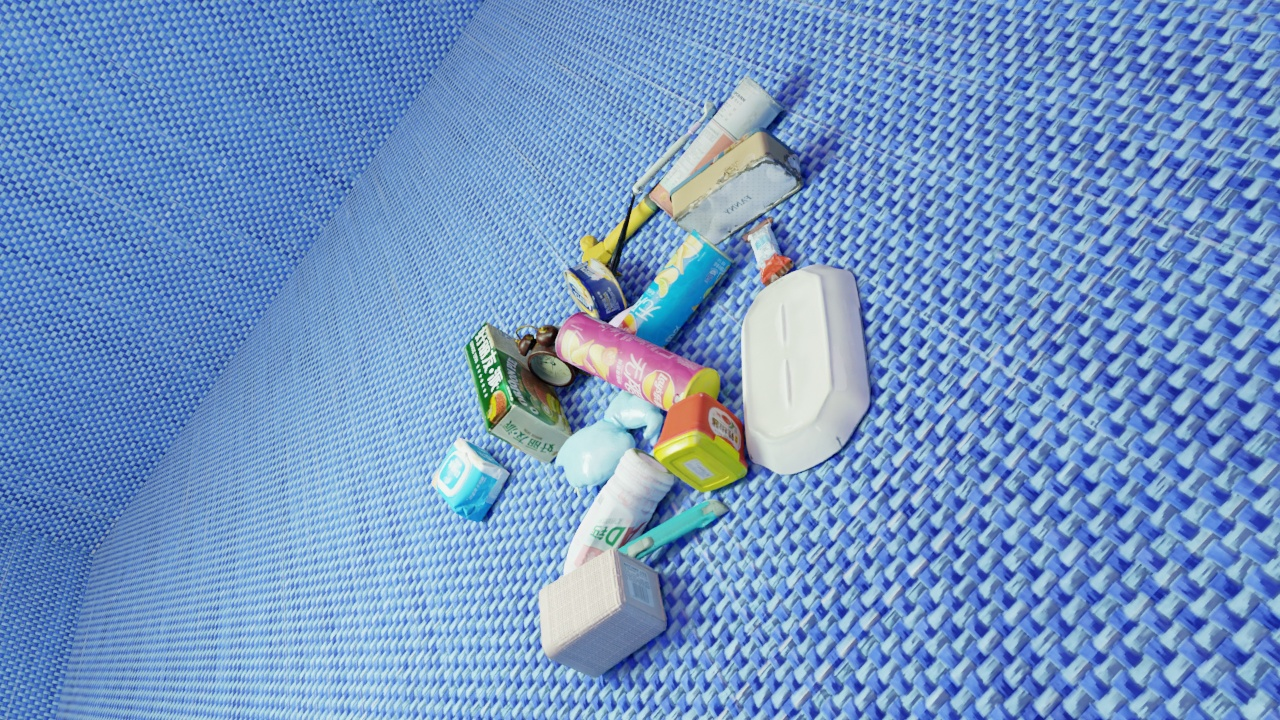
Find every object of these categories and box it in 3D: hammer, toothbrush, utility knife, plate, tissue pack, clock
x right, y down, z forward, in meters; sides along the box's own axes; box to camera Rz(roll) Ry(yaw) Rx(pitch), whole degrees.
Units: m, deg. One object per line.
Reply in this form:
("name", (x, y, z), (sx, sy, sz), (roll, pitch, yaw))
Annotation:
("hammer", (0.016, -0.240, 1.409), (0.301, 0.033, 0.128), (-43, 35, 21))
("toothbrush", (0.051, -0.324, 1.401), (0.020, 0.029, 0.189), (33, 76, 34))
("utility knife", (0.003, 0.208, 1.025), (0.216, 0.013, 0.029), (-32, 46, 15))
("plate", (0.168, -0.002, 1.005), (0.162, 0.034, 0.265), (-30, 42, 36))
("tissue pack", (-0.262, 0.179, 1.391), (0.090, 0.063, 0.140), (-59, 33, -2))
("toothbrush", (-0.021, -0.199, 1.377), (0.018, 0.015, 0.180), (-7, 56, 40))
("clock", (-0.129, -0.013, 1.330), (0.082, 0.122, 0.055), (-22, 34, 43))

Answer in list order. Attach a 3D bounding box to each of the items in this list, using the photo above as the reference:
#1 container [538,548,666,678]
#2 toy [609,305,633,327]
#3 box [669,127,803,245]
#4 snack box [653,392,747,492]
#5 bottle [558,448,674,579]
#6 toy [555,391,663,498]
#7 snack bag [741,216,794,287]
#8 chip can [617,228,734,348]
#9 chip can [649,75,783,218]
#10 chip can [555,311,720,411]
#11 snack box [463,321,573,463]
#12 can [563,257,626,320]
("container", (-0.039, 0.272, 0.999), (0.111, 0.090, 0.089), (-38, 37, 22))
("toy", (-0.031, -0.037, 1.289), (0.108, 0.039, 0.083), (-40, 20, 16))
("box", (0.119, -0.221, 1.205), (0.185, 0.089, 0.061), (-28, 49, 36))
("snack box", (0.067, 0.089, 1.012), (0.082, 0.091, 0.080), (-29, 35, 36))
("bottle", (-0.037, 0.200, 1.078), (0.197, 0.068, 0.068), (-57, 32, 6))
("toy", (-0.041, 0.104, 1.178), (0.162, 0.050, 0.156), (-6, 51, 42))
("snack bag", (0.157, -0.137, 1.140), (0.048, 0.026, 0.104), (-37, 37, 18))
("chip can", (0.032, -0.069, 1.207), (0.210, 0.071, 0.071), (-51, 33, 9))
("chip can", (0.105, -0.295, 1.301), (0.215, 0.071, 0.071), (-49, 33, 13))
("chip can", (-0.007, 0.007, 1.123), (0.211, 0.071, 0.071), (25, 83, 34))
("snack box", (-0.184, 0.043, 1.357), (0.063, 0.114, 0.240), (-48, 34, 13))
("can", (-0.068, -0.104, 1.347), (0.049, 0.075, 0.148), (-25, 26, -11))
